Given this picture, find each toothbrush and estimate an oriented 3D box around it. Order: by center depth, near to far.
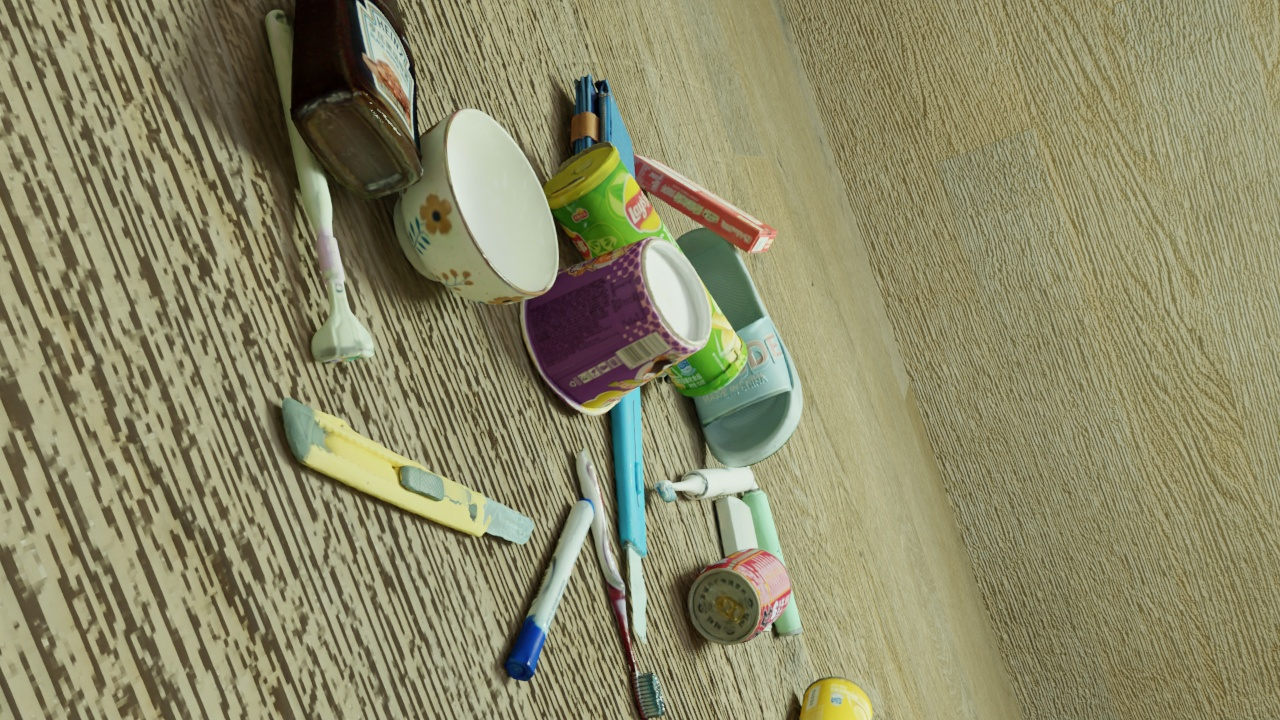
[{"bbox_3d":[-0.164,-0.090,0.453,0.029,0.020,0.189,-7,76,-35],"label":"toothbrush"},{"bbox_3d":[-0.015,0.150,0.624,0.016,0.017,0.187,2,72,-68],"label":"toothbrush"},{"bbox_3d":[0.058,0.110,0.819,0.026,0.027,0.220,59,18,17],"label":"toothbrush"},{"bbox_3d":[0.123,0.168,0.933,0.027,0.027,0.224,-4,75,-46],"label":"toothbrush"}]

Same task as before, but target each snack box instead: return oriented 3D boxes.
[{"bbox_3d":[0.059,-0.155,0.910,0.153,0.025,0.075,33,17,13],"label":"snack box"}]

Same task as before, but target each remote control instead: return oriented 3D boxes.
[{"bbox_3d":[0.097,0.189,0.856,0.049,0.024,0.124,30,47,-59],"label":"remote control"}]

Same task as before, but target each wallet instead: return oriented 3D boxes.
[{"bbox_3d":[-0.030,-0.174,0.817,0.106,0.040,0.132,57,24,-54],"label":"wallet"}]

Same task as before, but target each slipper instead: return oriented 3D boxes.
[{"bbox_3d":[0.081,-0.021,0.880,0.074,0.104,0.245,31,40,-67],"label":"slipper"}]

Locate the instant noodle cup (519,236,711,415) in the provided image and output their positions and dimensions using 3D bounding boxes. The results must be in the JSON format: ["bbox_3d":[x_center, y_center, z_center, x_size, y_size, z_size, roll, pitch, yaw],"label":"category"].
[{"bbox_3d":[-0.012,-0.030,0.643,0.111,0.099,0.111,39,38,-39],"label":"instant noodle cup"}]

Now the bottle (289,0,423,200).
[{"bbox_3d":[-0.151,-0.177,0.494,0.080,0.044,0.194,58,16,-54],"label":"bottle"}]

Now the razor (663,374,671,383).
[{"bbox_3d":[0.019,-0.044,0.857,0.022,0.043,0.142,6,64,-21],"label":"razor"}]

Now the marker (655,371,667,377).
[{"bbox_3d":[-0.005,0.004,0.764,0.130,0.018,0.022,-2,81,-67],"label":"marker"}]

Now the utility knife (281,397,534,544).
[{"bbox_3d":[-0.111,0.066,0.471,0.195,0.020,0.030,47,38,-55],"label":"utility knife"}]

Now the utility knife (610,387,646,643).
[{"bbox_3d":[-0.006,0.105,0.682,0.034,0.018,0.206,42,38,-53],"label":"utility knife"}]

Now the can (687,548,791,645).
[{"bbox_3d":[0.082,0.194,0.757,0.093,0.067,0.066,6,68,-67],"label":"can"}]

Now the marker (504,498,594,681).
[{"bbox_3d":[-0.051,0.132,0.553,0.017,0.017,0.145,63,23,-22],"label":"marker"}]

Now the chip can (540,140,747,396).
[{"bbox_3d":[0.008,-0.066,0.745,0.221,0.073,0.072,53,27,-25],"label":"chip can"}]

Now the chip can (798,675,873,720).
[{"bbox_3d":[0.164,0.369,0.814,0.072,0.072,0.213,69,21,-8],"label":"chip can"}]

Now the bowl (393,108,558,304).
[{"bbox_3d":[-0.103,-0.082,0.534,0.113,0.062,0.113,51,29,-45],"label":"bowl"}]
